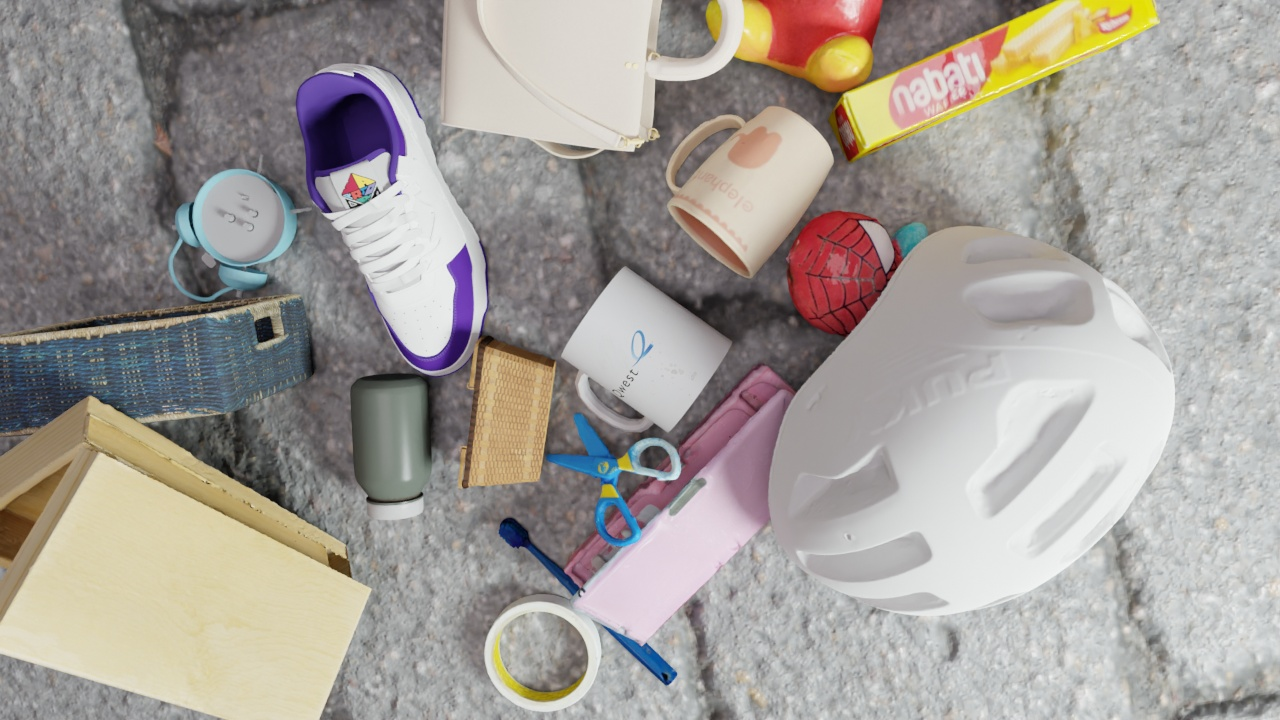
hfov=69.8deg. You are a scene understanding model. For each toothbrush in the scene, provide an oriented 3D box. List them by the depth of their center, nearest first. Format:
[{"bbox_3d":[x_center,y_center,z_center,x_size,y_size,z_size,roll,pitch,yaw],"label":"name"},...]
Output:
[{"bbox_3d":[-0.044,0.196,0.743,0.190,0.017,0.016,43,99,-1],"label":"toothbrush"}]

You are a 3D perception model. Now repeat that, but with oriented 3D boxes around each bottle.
[{"bbox_3d":[-0.195,0.067,0.720,0.060,0.060,0.108,0,97,5],"label":"bottle"}]

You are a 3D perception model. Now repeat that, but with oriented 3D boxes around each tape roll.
[{"bbox_3d":[-0.080,0.239,0.750,0.094,0.019,0.094,1,97,6],"label":"tape roll"}]

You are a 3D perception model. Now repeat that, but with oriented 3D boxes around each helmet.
[{"bbox_3d":[0.215,0.057,0.621,0.224,0.183,0.283,37,111,-24],"label":"helmet"}]

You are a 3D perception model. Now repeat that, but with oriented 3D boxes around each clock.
[{"bbox_3d":[-0.323,-0.098,0.721,0.123,0.042,0.087,-43,91,7],"label":"clock"}]

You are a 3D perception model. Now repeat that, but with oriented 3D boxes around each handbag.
[{"bbox_3d":[-0.029,-0.234,0.624,0.198,0.101,0.195,14,116,11],"label":"handbag"}]

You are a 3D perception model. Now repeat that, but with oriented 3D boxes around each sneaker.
[{"bbox_3d":[-0.184,-0.104,0.672,0.092,0.111,0.244,-18,95,7],"label":"sneaker"}]

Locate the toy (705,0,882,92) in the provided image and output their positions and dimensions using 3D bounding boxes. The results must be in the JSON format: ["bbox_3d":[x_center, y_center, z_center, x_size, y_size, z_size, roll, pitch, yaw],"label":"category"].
[{"bbox_3d":[0.139,-0.298,0.626,0.147,0.098,0.216,24,100,4],"label":"toy"}]

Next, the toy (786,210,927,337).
[{"bbox_3d":[0.170,-0.061,0.673,0.133,0.062,0.092,3,104,-7],"label":"toy"}]

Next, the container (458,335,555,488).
[{"bbox_3d":[-0.102,0.042,0.710,0.061,0.063,0.114,8,97,-3],"label":"container"}]

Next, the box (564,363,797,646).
[{"bbox_3d":[0.047,0.116,0.694,0.099,0.080,0.233,45,98,0],"label":"box"}]

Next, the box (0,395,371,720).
[{"bbox_3d":[-0.319,0.150,0.644,0.142,0.248,0.179,-47,47,-5],"label":"box"}]

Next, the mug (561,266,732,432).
[{"bbox_3d":[-0.004,0.004,0.691,0.096,0.082,0.120,35,126,0],"label":"mug"}]

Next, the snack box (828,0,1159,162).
[{"bbox_3d":[0.234,-0.199,0.632,0.201,0.092,0.042,-23,94,7],"label":"snack box"}]

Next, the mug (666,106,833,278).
[{"bbox_3d":[0.073,-0.133,0.667,0.104,0.085,0.111,-48,61,-1],"label":"mug"}]

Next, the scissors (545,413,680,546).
[{"bbox_3d":[-0.020,0.075,0.693,0.109,0.018,0.131,-41,52,9],"label":"scissors"}]

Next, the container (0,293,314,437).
[{"bbox_3d":[-0.362,0.001,0.684,0.187,0.145,0.071,-6,100,6],"label":"container"}]
